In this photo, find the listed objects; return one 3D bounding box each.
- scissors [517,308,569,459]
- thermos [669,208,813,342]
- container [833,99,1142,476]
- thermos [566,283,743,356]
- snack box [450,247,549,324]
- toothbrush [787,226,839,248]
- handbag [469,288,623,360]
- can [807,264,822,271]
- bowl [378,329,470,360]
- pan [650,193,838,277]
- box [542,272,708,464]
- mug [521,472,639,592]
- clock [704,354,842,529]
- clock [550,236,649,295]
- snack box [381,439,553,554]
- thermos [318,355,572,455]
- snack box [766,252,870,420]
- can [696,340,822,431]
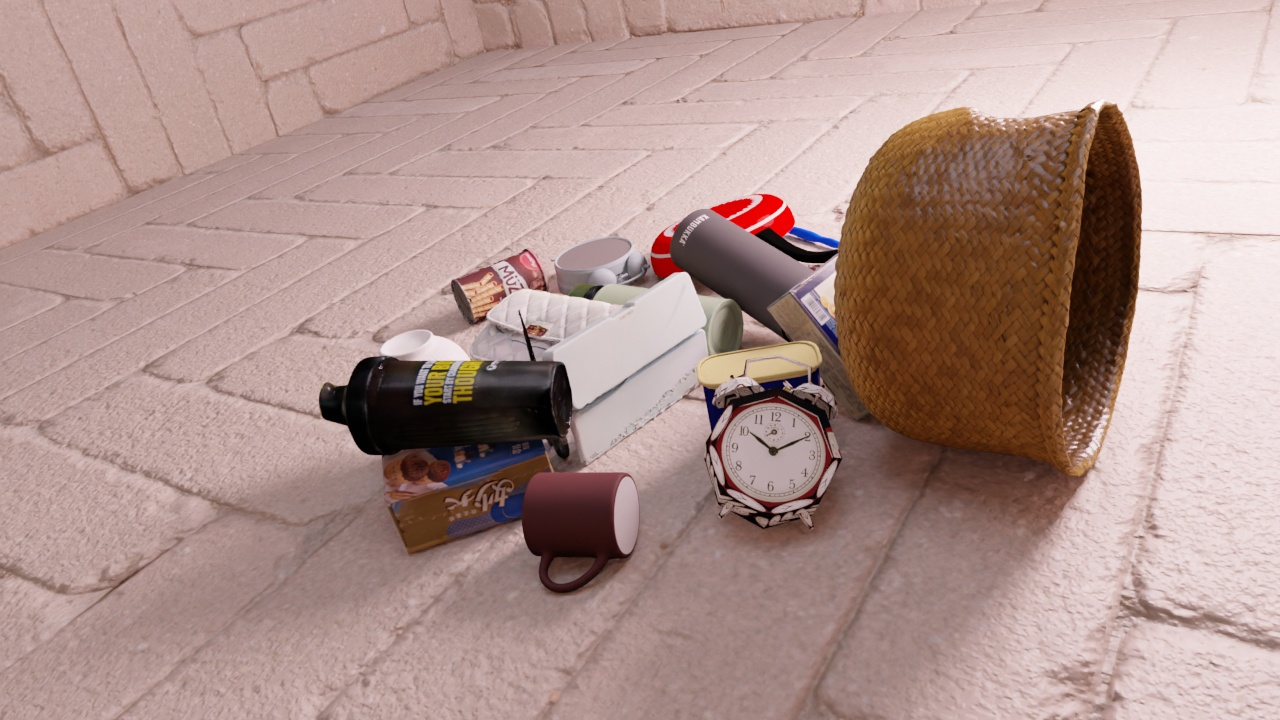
[{"bbox_3d":[-0.108,0.021,0.937,0.012,0.171,0.121,-24,3,-19],"label":"scissors"},{"bbox_3d":[0.140,-0.093,1.072,0.082,0.082,0.240,-27,45,-25],"label":"thermos"},{"bbox_3d":[0.301,-0.065,0.792,0.197,0.307,0.305,6,33,38],"label":"container"},{"bbox_3d":[0.006,-0.046,1.109,0.232,0.082,0.082,11,36,37],"label":"thermos"},{"bbox_3d":[-0.199,-0.105,1.302,0.121,0.072,0.072,-26,31,-22],"label":"snack box"},{"bbox_3d":[0.259,-0.164,1.280,0.018,0.016,0.182,-30,33,-20],"label":"toothbrush"},{"bbox_3d":[-0.101,-0.022,1.074,0.195,0.072,0.138,13,54,38],"label":"handbag"},{"bbox_3d":[0.239,-0.083,1.100,0.053,0.054,0.097,-31,33,-31],"label":"can"},{"bbox_3d":[-0.239,0.007,0.974,0.118,0.062,0.118,-11,28,6],"label":"bowl"},{"bbox_3d":[0.145,-0.165,1.225,0.208,0.067,0.357,-29,18,-20],"label":"pan"},{"bbox_3d":[-0.003,0.005,0.949,0.196,0.134,0.041,-32,23,-32],"label":"box"},{"bbox_3d":[-0.053,0.148,0.791,0.083,0.073,0.105,-3,58,18],"label":"mug"},{"bbox_3d":[0.115,0.069,0.806,0.115,0.065,0.154,6,68,5],"label":"clock"},{"bbox_3d":[-0.056,-0.133,1.322,0.122,0.045,0.159,-29,31,-26],"label":"clock"},{"bbox_3d":[-0.179,0.090,0.937,0.155,0.069,0.202,-17,28,-9],"label":"snack box"},{"bbox_3d":[-0.178,0.041,0.860,0.221,0.098,0.098,-3,29,11],"label":"thermos"},{"bbox_3d":[0.222,-0.036,0.935,0.144,0.144,0.043,-35,-4,-38],"label":"snack box"},{"bbox_3d":[0.119,0.041,0.879,0.116,0.092,0.056,-9,28,6],"label":"can"}]
